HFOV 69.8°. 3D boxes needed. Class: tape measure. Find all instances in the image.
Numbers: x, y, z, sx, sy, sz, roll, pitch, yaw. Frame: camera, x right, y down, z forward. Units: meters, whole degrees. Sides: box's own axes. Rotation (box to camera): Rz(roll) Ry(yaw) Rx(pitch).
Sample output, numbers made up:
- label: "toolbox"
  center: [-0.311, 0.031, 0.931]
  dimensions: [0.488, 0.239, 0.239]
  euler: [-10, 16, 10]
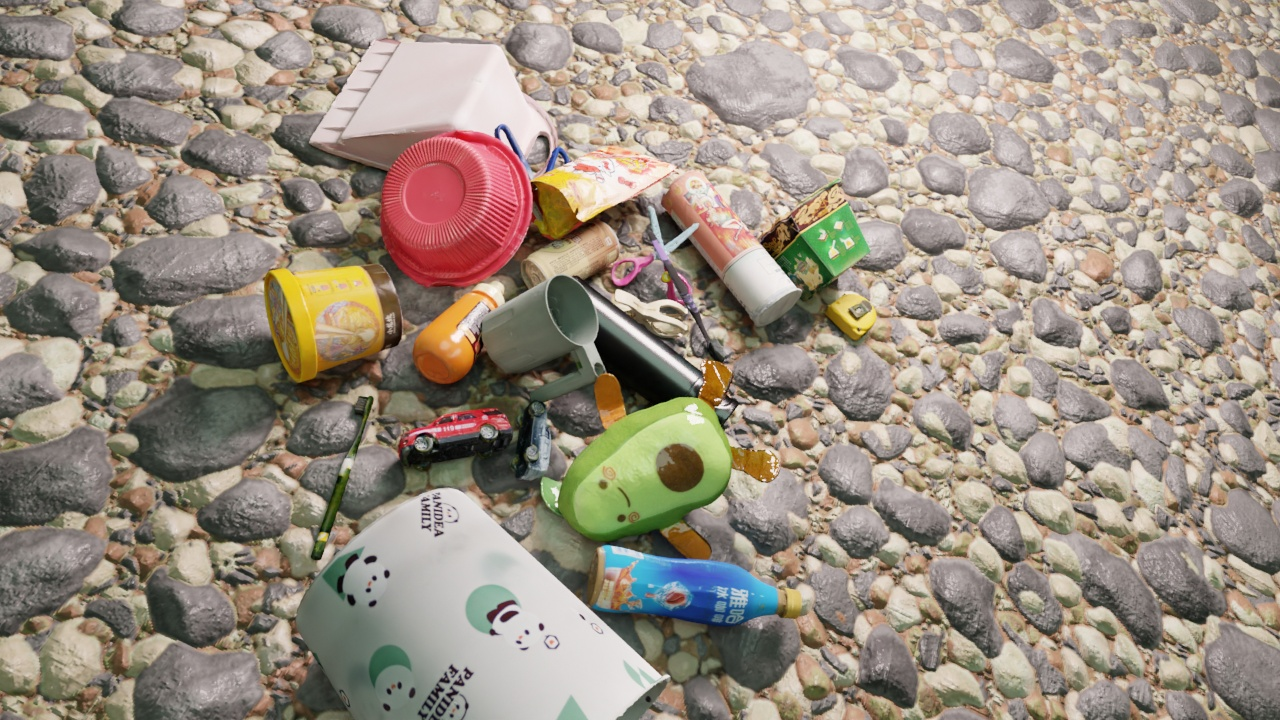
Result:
- label: "tape measure"
  center: [0.279, -0.061, 1.197]
  dimensions: [0.057, 0.029, 0.060]
  euler: [-35, 74, -30]

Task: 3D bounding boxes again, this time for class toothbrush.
- label: "toothbrush"
  center: [-0.306, 0.116, 0.939]
  dimensions: [0.017, 0.012, 0.185]
  euler: [10, 58, -2]
- label: "toothbrush"
  center: [0.057, -0.079, 1.131]
  dimensions: [0.014, 0.017, 0.189]
  euler: [-26, 82, -21]

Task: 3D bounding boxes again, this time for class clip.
- label: "clip"
  center: [0.009, -0.057, 1.112]
  dimensions: [0.100, 0.070, 0.034]
  euler: [13, 57, -12]

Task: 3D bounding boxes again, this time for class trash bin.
- label: "trash bin"
  center: [-0.143, 0.261, 0.780]
  dimensions: [0.252, 0.230, 0.229]
  euler: [43, 58, 18]

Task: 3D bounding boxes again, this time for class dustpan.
- label: "dustpan"
  center: [-0.258, -0.307, 1.210]
  dimensions: [0.274, 0.139, 0.222]
  euler: [5, 55, 21]

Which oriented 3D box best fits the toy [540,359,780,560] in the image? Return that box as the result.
- label: "toy"
  center: [0.020, 0.111, 0.969]
  dimensions: [0.246, 0.090, 0.227]
  euler: [-29, 90, -11]

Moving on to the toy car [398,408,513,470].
- label: "toy car"
  center: [-0.196, 0.081, 0.967]
  dimensions: [0.120, 0.053, 0.045]
  euler: [-11, 62, -24]

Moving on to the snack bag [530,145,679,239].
- label: "snack bag"
  center: [-0.055, -0.222, 1.148]
  dimensions: [0.129, 0.073, 0.207]
  euler: [18, 38, 28]

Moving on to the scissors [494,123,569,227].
- label: "scissors"
  center: [-0.130, -0.227, 1.158]
  dimensions: [0.162, 0.012, 0.175]
  euler: [49, 40, -23]

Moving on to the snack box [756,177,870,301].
- label: "snack box"
  center: [0.227, -0.149, 1.196]
  dimensions: [0.117, 0.118, 0.105]
  euler: [-34, 86, -29]

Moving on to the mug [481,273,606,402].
- label: "mug"
  center: [-0.104, -0.019, 1.008]
  dimensions: [0.083, 0.104, 0.124]
  euler: [-24, 92, -58]

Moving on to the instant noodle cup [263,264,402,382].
- label: "instant noodle cup"
  center: [-0.324, -0.047, 0.975]
  dimensions: [0.114, 0.119, 0.118]
  euler: [-17, 65, -32]

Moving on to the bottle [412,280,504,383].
- label: "bottle"
  center: [-0.196, -0.040, 1.037]
  dimensions: [0.067, 0.067, 0.149]
  euler: [28, 49, 2]

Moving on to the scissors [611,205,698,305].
- label: "scissors"
  center: [0.019, -0.128, 1.151]
  dimensions: [0.133, 0.017, 0.133]
  euler: [-13, 87, -2]

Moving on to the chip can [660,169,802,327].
- label: "chip can"
  center: [0.113, -0.145, 1.177]
  dimensions: [0.071, 0.071, 0.214]
  euler: [-26, 69, -27]

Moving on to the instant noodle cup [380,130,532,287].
- label: "instant noodle cup"
  center: [-0.224, -0.182, 1.054]
  dimensions: [0.194, 0.066, 0.193]
  euler: [-2, 82, 12]

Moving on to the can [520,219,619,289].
- label: "can"
  center: [-0.084, -0.123, 1.115]
  dimensions: [0.116, 0.059, 0.058]
  euler: [-34, 73, -30]

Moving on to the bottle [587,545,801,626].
- label: "bottle"
  center: [0.057, 0.235, 0.936]
  dimensions: [0.218, 0.065, 0.065]
  euler: [11, 58, -10]

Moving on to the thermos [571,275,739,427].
- label: "thermos"
  center: [-0.006, 0.006, 1.054]
  dimensions: [0.242, 0.069, 0.089]
  euler: [38, 61, 9]

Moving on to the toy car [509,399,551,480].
- label: "toy car"
  center: [-0.116, 0.086, 0.992]
  dimensions: [0.034, 0.043, 0.090]
  euler: [16, 55, -24]
